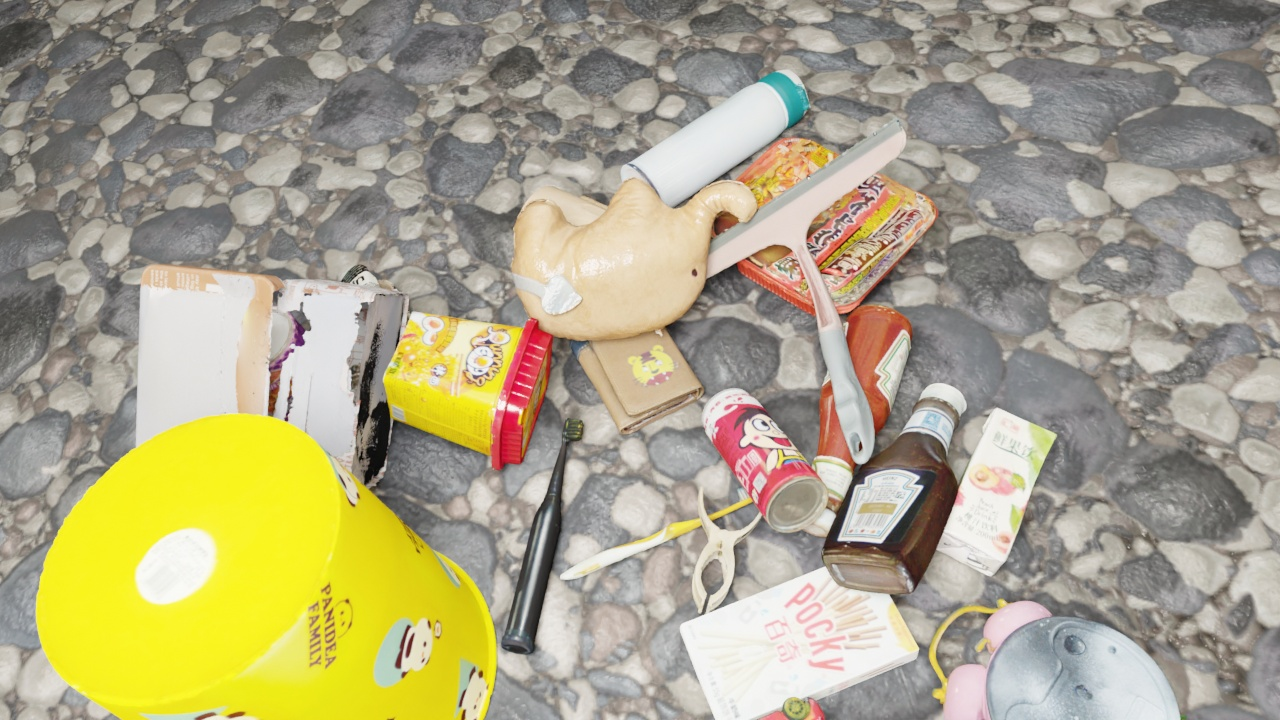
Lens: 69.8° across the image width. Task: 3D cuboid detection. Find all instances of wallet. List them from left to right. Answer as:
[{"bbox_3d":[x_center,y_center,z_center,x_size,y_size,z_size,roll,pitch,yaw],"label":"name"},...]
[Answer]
[{"bbox_3d":[-0.005,0.005,0.853,0.090,0.033,0.115,-25,58,-9],"label":"wallet"}]

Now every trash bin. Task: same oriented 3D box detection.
[{"bbox_3d":[-0.243,0.180,0.632,0.230,0.256,0.229,-5,54,6],"label":"trash bin"}]

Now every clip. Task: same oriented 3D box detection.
[{"bbox_3d":[0.060,0.151,0.727,0.061,0.034,0.097,14,64,7],"label":"clip"}]

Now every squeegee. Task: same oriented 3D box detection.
[{"bbox_3d":[0.153,-0.029,0.764,0.248,0.040,0.249,-30,61,33],"label":"squeegee"}]

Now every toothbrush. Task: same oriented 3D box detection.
[{"bbox_3d":[-0.078,0.139,0.773,0.027,0.026,0.212,-2,54,20],"label":"toothbrush"},{"bbox_3d":[0.021,0.139,0.758,0.191,0.016,0.018,-22,80,-6],"label":"toothbrush"}]

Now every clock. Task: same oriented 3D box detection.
[{"bbox_3d":[0.275,0.229,0.624,0.158,0.060,0.117,33,67,27],"label":"clock"}]

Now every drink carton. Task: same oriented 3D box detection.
[{"bbox_3d":[0.277,0.103,0.721,0.053,0.046,0.122,25,63,19],"label":"drink carton"}]

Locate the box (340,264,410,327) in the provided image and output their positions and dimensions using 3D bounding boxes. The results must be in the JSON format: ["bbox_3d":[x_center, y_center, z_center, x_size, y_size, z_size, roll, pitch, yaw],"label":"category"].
[{"bbox_3d":[-0.252,-0.021,0.914,0.075,0.080,0.163,-48,56,14],"label":"box"}]

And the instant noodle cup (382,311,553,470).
[{"bbox_3d":[-0.150,0.019,0.803,0.123,0.116,0.116,15,57,1],"label":"instant noodle cup"}]

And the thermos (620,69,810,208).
[{"bbox_3d":[0.085,-0.238,0.989,0.224,0.073,0.073,-36,57,-16],"label":"thermos"}]

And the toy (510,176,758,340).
[{"bbox_3d":[-0.003,-0.091,0.825,0.226,0.143,0.082,-13,15,-1],"label":"toy"}]

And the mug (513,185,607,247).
[{"bbox_3d":[-0.050,-0.127,0.934,0.103,0.084,0.124,26,36,24],"label":"mug"}]

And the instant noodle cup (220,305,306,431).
[{"bbox_3d":[-0.348,0.009,0.872,0.111,0.099,0.111,-5,56,7],"label":"instant noodle cup"}]

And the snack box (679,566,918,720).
[{"bbox_3d":[0.117,0.210,0.686,0.156,0.027,0.084,-21,54,-4],"label":"snack box"}]

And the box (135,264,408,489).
[{"bbox_3d":[-0.314,0.018,0.764,0.192,0.156,0.183,8,94,0],"label":"box"}]

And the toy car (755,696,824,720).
[{"bbox_3d":[0.079,0.268,0.638,0.106,0.049,0.031,-20,52,-6],"label":"toy car"}]

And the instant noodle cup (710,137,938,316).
[{"bbox_3d":[0.165,-0.121,0.881,0.189,0.079,0.164,36,68,28],"label":"instant noodle cup"}]

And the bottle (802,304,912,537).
[{"bbox_3d":[0.176,0.049,0.773,0.060,0.060,0.205,15,65,20],"label":"bottle"}]

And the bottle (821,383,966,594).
[{"bbox_3d":[0.208,0.093,0.714,0.080,0.044,0.194,-6,36,43],"label":"bottle"}]

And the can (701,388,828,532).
[{"bbox_3d":[0.097,0.077,0.747,0.053,0.053,0.132,-24,36,-7],"label":"can"}]
